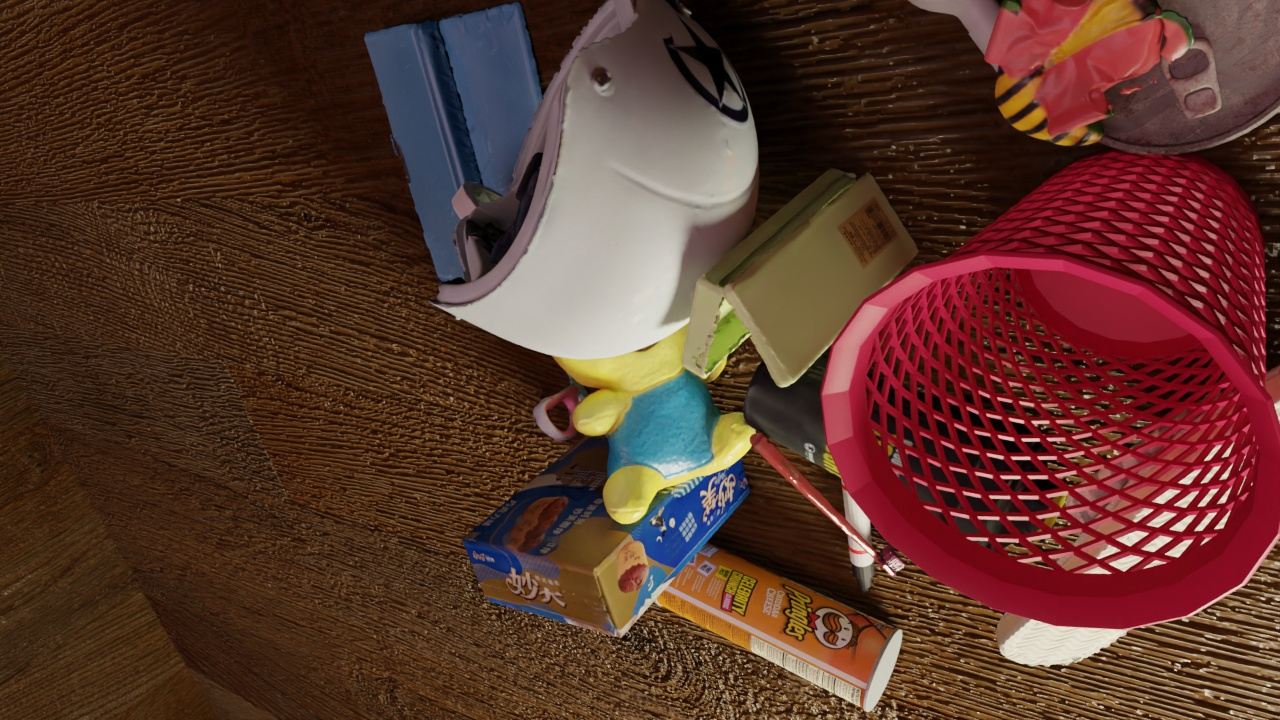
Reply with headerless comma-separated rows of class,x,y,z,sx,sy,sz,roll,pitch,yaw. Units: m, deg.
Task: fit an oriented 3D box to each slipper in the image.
slipper,0.311,0.098,0.554,0.273,0.114,0.054,-62,30,34

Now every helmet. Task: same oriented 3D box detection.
helmet,-0.011,-0.115,0.603,0.163,0.263,0.237,28,123,-18

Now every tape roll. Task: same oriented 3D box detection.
tape roll,-0.107,-0.107,0.737,0.094,0.093,0.018,43,107,9

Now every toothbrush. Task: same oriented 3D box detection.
toothbrush,0.150,0.114,0.718,0.016,0.016,0.190,-42,115,12

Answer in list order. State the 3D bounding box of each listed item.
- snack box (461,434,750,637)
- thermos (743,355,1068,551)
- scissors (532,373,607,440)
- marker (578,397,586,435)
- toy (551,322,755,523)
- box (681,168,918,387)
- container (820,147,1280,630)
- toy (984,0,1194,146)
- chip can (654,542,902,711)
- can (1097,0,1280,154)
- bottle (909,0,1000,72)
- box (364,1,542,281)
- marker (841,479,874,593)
snack box,-0.025,0.133,0.791,0.155,0.202,0.069,2,119,40
thermos,0.184,0.060,0.651,0.221,0.097,0.098,25,132,30
scissors,-0.065,0.008,0.778,0.013,0.170,0.172,-31,92,21
marker,-0.043,0.084,0.908,0.017,0.020,0.133,15,131,60
toy,-0.004,0.004,0.728,0.214,0.148,0.084,66,160,1
box,0.097,-0.059,0.568,0.091,0.187,0.077,11,126,36
container,0.224,-0.012,0.461,0.183,0.225,0.183,22,131,28
toy,0.212,-0.150,0.445,0.084,0.046,0.104,22,137,10
chip can,0.120,0.232,0.833,0.215,0.075,0.075,20,129,30
can,0.264,-0.171,0.451,0.130,0.044,0.130,22,131,28
bottle,0.146,-0.239,0.496,0.195,0.052,0.053,52,138,-2
box,-0.148,-0.176,0.792,0.177,0.047,0.232,4,118,37
marker,0.180,0.136,0.756,0.019,0.019,0.146,9,124,36
